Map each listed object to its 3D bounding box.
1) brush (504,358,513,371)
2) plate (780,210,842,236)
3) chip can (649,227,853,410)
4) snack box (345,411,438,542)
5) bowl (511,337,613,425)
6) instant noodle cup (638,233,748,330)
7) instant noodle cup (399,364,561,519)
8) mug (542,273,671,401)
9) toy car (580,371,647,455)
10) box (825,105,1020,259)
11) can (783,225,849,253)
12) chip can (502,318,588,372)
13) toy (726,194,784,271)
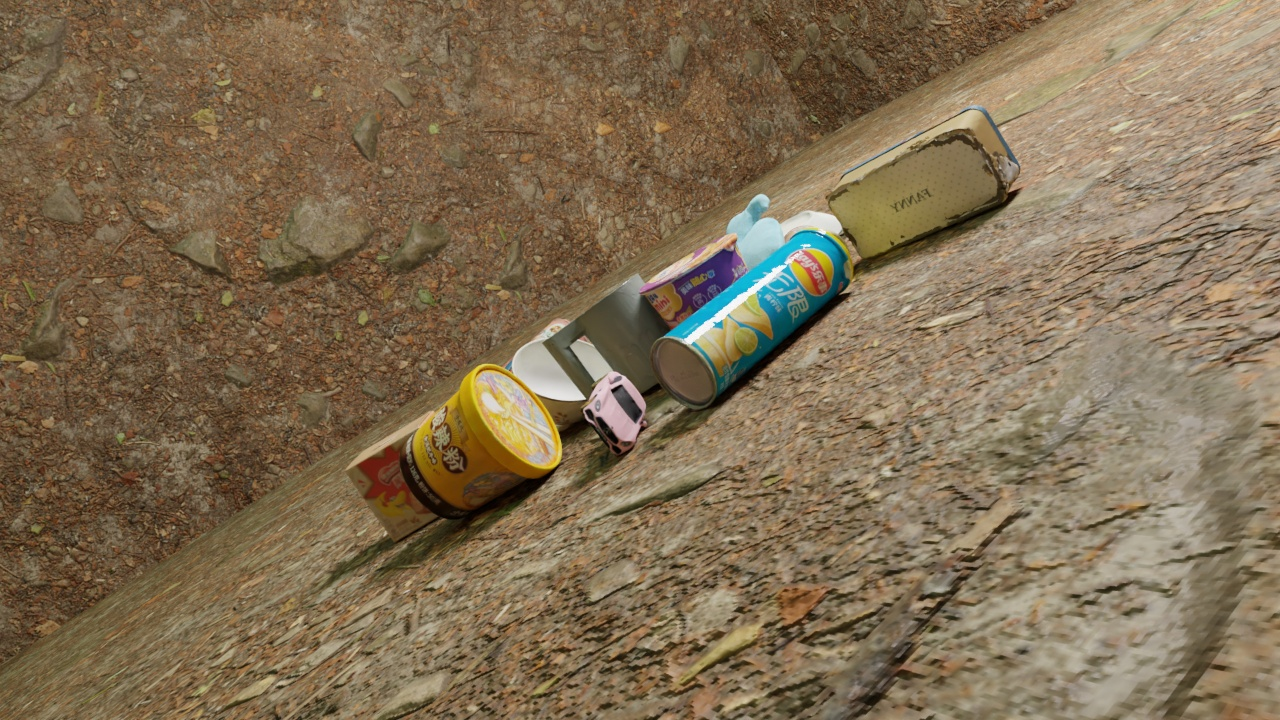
[{"bbox_3d":[-0.135,0.031,1.112,0.055,0.073,0.143,-35,18,54],"label":"brush"},{"bbox_3d":[0.127,-0.104,1.117,0.266,0.034,0.162,-35,11,9],"label":"plate"},{"bbox_3d":[0.102,-0.041,0.808,0.209,0.071,0.071,-38,11,-34],"label":"chip can"},{"bbox_3d":[-0.242,0.123,0.981,0.093,0.094,0.077,-30,9,4],"label":"snack box"},{"bbox_3d":[-0.087,0.031,1.007,0.113,0.113,0.062,-41,-30,-48],"label":"bowl"},{"bbox_3d":[0.069,-0.056,0.908,0.111,0.099,0.111,-30,8,5],"label":"instant noodle cup"},{"bbox_3d":[-0.155,0.082,0.869,0.115,0.118,0.118,-36,7,19],"label":"instant noodle cup"},{"bbox_3d":[-0.022,-0.014,0.953,0.124,0.103,0.084,-38,5,-9],"label":"mug"},{"bbox_3d":[-0.019,0.043,0.806,0.037,0.056,0.122,-36,8,13],"label":"toy car"},{"bbox_3d":[0.265,-0.166,0.893,0.185,0.090,0.062,-19,21,49],"label":"box"},{"bbox_3d":[0.182,-0.111,0.965,0.058,0.058,0.116,-30,9,6],"label":"can"},{"bbox_3d":[-0.155,0.033,1.179,0.071,0.071,0.214,-20,21,51],"label":"chip can"},{"bbox_3d":[0.122,-0.109,0.994,0.156,0.049,0.161,173,113,-74],"label":"toy"}]
